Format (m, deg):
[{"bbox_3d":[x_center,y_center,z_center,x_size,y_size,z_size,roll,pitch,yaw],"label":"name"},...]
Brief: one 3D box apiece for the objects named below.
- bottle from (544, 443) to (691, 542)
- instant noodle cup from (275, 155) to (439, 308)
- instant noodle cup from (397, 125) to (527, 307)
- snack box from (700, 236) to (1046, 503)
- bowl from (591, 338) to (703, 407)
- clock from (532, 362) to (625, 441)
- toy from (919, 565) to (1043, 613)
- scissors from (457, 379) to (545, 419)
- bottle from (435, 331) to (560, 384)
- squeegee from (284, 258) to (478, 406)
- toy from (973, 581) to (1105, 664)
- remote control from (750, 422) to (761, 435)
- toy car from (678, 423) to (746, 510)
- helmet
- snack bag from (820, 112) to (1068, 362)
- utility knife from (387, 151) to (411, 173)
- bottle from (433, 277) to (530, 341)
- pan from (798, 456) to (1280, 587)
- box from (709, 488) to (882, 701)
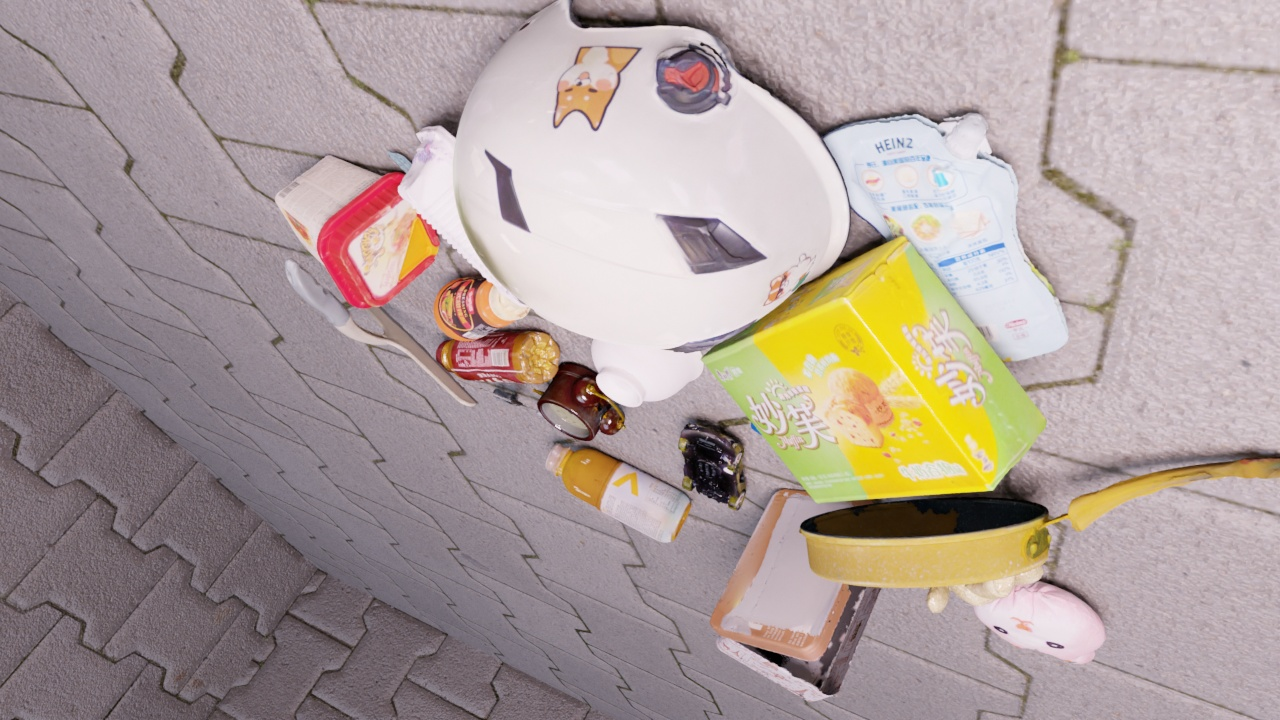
[{"bbox_3d":[-0.031,0.161,1.155,0.189,0.067,0.068,25,152,12],"label":"bottle"},{"bbox_3d":[-0.281,-0.133,0.901,0.124,0.116,0.116,32,155,27],"label":"instant noodle cup"},{"bbox_3d":[-0.134,-0.114,0.775,0.173,0.060,0.138,47,173,-23],"label":"instant noodle cup"},{"bbox_3d":[0.154,0.020,0.657,0.157,0.069,0.210,51,156,-6],"label":"snack box"},{"bbox_3d":[-0.005,0.005,0.883,0.118,0.064,0.118,24,151,14],"label":"bowl"},{"bbox_3d":[-0.062,0.047,1.016,0.122,0.055,0.082,3,140,47],"label":"clock"},{"bbox_3d":[0.304,0.190,0.833,0.066,0.105,0.157,59,169,4],"label":"toy"},{"bbox_3d":[-0.143,0.053,1.089,0.159,0.014,0.179,22,177,-10],"label":"scissors"},{"bbox_3d":[-0.167,-0.004,1.038,0.175,0.057,0.057,2,140,44],"label":"bottle"},{"bbox_3d":[-0.309,-0.047,0.971,0.246,0.039,0.246,41,177,21],"label":"squeegee"},{"bbox_3d":[0.397,0.262,0.909,0.121,0.054,0.159,7,151,39],"label":"toy"},{"bbox_3d":[0.167,0.081,0.874,0.125,0.024,0.049,33,152,1],"label":"remote control"},{"bbox_3d":[0.081,0.113,0.992,0.070,0.042,0.158,21,151,20],"label":"toy car"},{"bbox_3d":[-0.018,-0.097,0.611,0.274,0.156,0.230,32,154,18],"label":"helmet"},{"bbox_3d":[0.194,-0.075,0.582,0.110,0.038,0.191,9,143,50],"label":"snack bag"},{"bbox_3d":[-0.159,-0.125,0.887,0.031,0.022,0.216,-16,122,49],"label":"utility knife"},{"bbox_3d":[-0.153,-0.056,0.925,0.067,0.066,0.150,46,152,-25],"label":"bottle"},{"bbox_3d":[0.292,0.121,0.712,0.358,0.078,0.197,-8,178,40],"label":"pan"},{"bbox_3d":[0.173,0.229,0.946,0.152,0.181,0.175,28,155,6],"label":"box"}]
